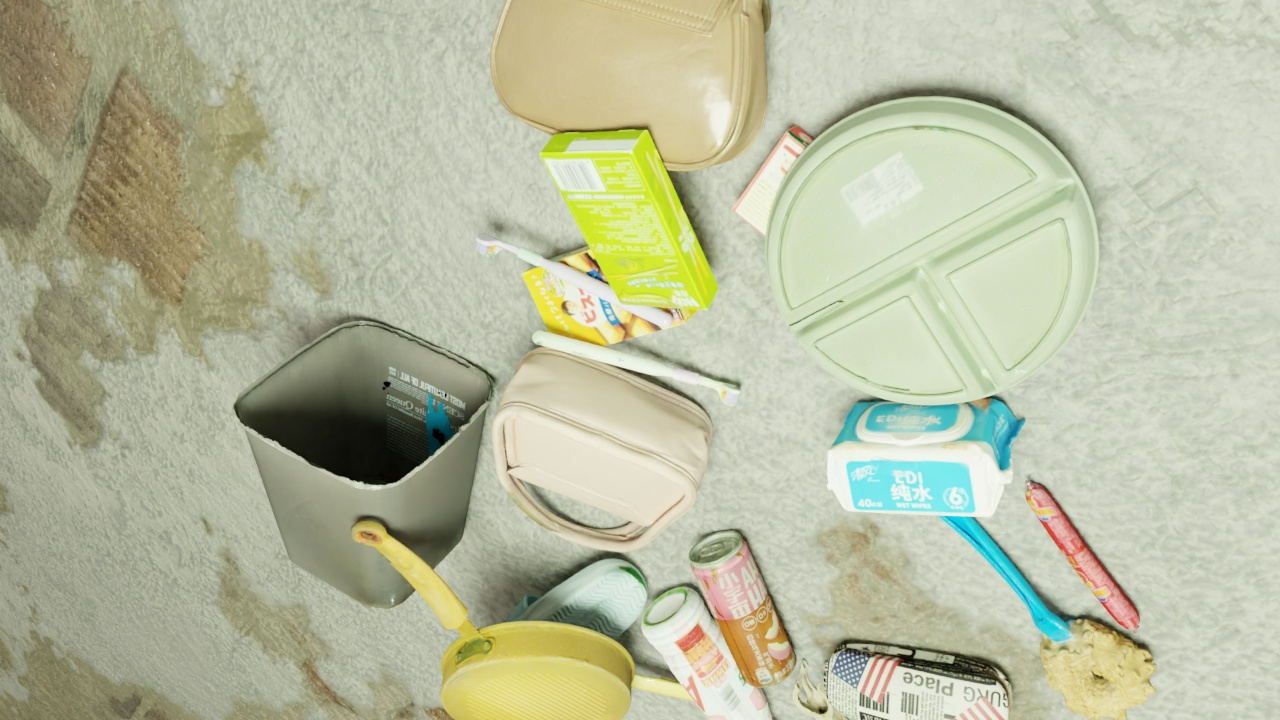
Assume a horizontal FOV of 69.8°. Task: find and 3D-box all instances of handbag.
[{"bbox_3d":[-0.051,0.109,0.870,0.193,0.093,0.235,22,137,1],"label":"handbag"},{"bbox_3d":[-0.003,-0.223,0.667,0.204,0.099,0.148,23,117,16],"label":"handbag"}]

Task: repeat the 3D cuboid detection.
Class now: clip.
[{"bbox_3d":[0.189,0.343,0.901,0.077,0.034,0.103,-19,110,34],"label":"clip"}]

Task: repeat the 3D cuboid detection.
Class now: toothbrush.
[{"bbox_3d":[-0.057,-0.068,0.784,0.189,0.029,0.021,24,86,15],"label":"toothbrush"},{"bbox_3d":[-0.005,0.005,0.806,0.189,0.020,0.029,17,154,3],"label":"toothbrush"}]

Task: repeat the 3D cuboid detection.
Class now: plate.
[{"bbox_3d":[0.195,-0.067,0.648,0.230,0.027,0.230,11,119,21],"label":"plate"}]

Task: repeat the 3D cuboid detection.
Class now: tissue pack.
[{"bbox_3d":[0.217,0.070,0.705,0.140,0.089,0.063,-3,114,30],"label":"tissue pack"}]

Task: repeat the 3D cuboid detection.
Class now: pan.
[{"bbox_3d":[-0.150,0.270,0.894,0.198,0.078,0.357,-27,130,23],"label":"pan"}]

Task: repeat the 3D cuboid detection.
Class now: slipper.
[{"bbox_3d":[-0.091,0.286,0.991,0.104,0.074,0.246,36,114,-24],"label":"slipper"}]

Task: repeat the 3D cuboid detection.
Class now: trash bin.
[{"bbox_3d":[-0.272,0.113,0.941,0.199,0.198,0.220,24,131,17],"label":"trash bin"}]

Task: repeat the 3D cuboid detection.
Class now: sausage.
[{"bbox_3d":[0.347,0.155,0.724,0.020,0.020,0.156,-35,96,37],"label":"sausage"}]

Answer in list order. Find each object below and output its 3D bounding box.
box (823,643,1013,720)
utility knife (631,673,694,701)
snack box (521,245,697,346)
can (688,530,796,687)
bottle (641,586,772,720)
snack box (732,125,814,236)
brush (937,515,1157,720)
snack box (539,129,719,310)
[{"bbox_3d":[0.243,0.298,0.821,0.164,0.076,0.075,3,111,30],"label":"box"},{"bbox_3d":[0.015,0.345,0.974,0.176,0.019,0.031,11,128,-7],"label":"utility knife"},{"bbox_3d":[-0.029,-0.060,0.805,0.141,0.033,0.087,-13,108,35],"label":"snack box"},{"bbox_3d":[0.099,0.239,0.879,0.058,0.057,0.147,-15,108,33],"label":"can"},{"bbox_3d":[0.079,0.323,0.933,0.068,0.068,0.197,-26,105,36],"label":"bottle"},{"bbox_3d":[0.152,-0.097,0.689,0.156,0.026,0.077,39,127,5],"label":"snack box"},{"bbox_3d":[0.318,0.193,0.752,0.254,0.045,0.083,47,131,3],"label":"brush"},{"bbox_3d":[-0.006,-0.102,0.691,0.086,0.026,0.156,7,142,35],"label":"snack box"}]
